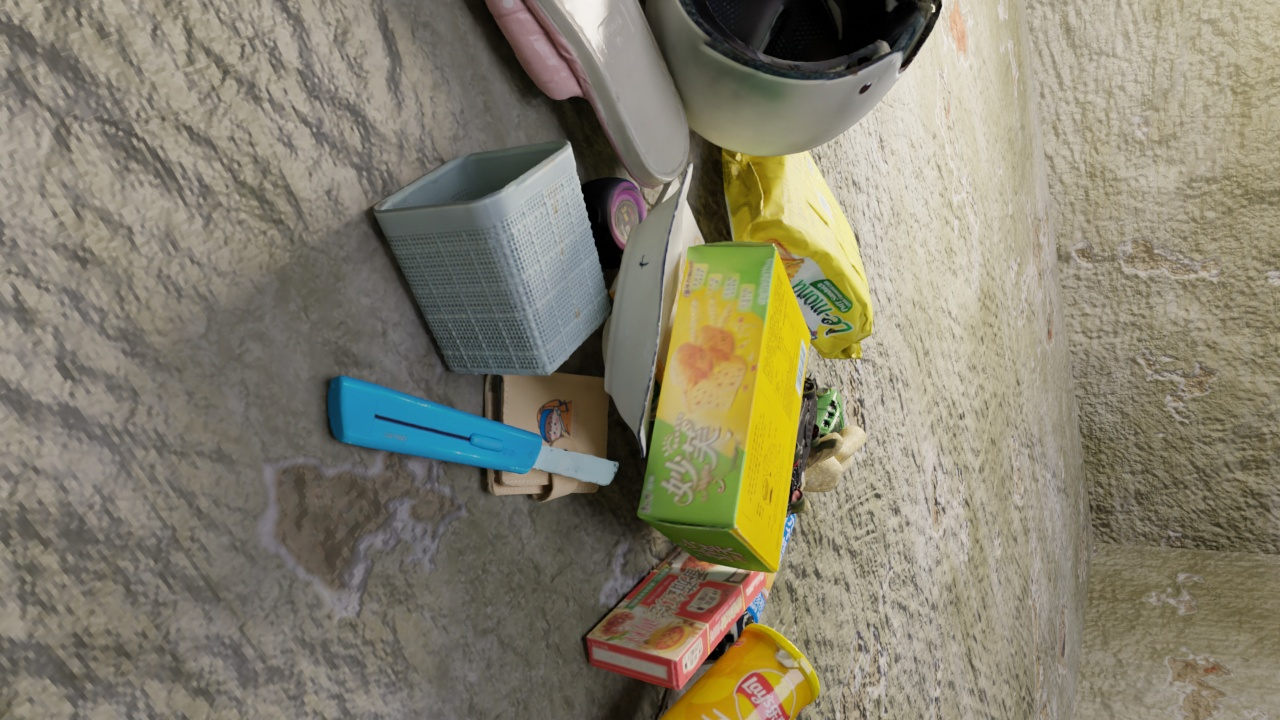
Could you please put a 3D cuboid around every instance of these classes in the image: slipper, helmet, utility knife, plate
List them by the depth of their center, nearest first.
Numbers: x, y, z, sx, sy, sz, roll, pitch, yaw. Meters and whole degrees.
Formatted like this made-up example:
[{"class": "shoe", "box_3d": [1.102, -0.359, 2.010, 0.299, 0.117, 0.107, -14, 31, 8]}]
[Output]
[{"class": "utility knife", "box_3d": [-0.087, 0.050, 0.544, 0.218, 0.018, 0.034, 21, 71, -46]}, {"class": "plate", "box_3d": [0.003, -0.030, 0.598, 0.164, 0.034, 0.164, 93, 7, -66]}, {"class": "slipper", "box_3d": [-0.048, -0.230, 0.615, 0.274, 0.055, 0.113, 53, 45, -36]}, {"class": "helmet", "box_3d": [0.106, -0.265, 0.746, 0.157, 0.230, 0.273, 117, -3, -48]}]

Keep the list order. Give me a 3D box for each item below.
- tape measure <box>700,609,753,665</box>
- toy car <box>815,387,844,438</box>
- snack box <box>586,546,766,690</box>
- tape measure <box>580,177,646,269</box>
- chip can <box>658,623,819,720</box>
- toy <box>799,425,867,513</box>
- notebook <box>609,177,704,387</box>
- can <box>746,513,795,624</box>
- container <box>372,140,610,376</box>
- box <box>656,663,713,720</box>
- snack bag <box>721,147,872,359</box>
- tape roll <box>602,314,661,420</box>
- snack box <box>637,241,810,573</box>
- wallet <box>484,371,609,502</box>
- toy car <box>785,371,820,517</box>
[{"class": "tape measure", "box_3d": [0.046, 0.212, 0.724, 0.065, 0.066, 0.033, -13, 101, -42]}, {"class": "toy car", "box_3d": [0.204, 0.068, 1.012, 0.043, 0.036, 0.091, 66, 35, -28]}, {"class": "snack box", "box_3d": [0.031, 0.187, 0.694, 0.152, 0.075, 0.025, -30, 119, -54]}, {"class": "tape measure", "box_3d": [-0.025, -0.102, 0.660, 0.057, 0.039, 0.057, 50, 53, -44]}, {"class": "chip can", "box_3d": [0.032, 0.279, 0.635, 0.212, 0.072, 0.072, -37, 121, -28]}, {"class": "toy", "box_3d": [0.172, 0.102, 0.916, 0.156, 0.066, 0.105, -16, 144, -43]}, {"class": "notebook", "box_3d": [0.042, -0.026, 0.752, 0.206, 0.010, 0.145, 62, 38, -35]}, {"class": "can", "box_3d": [0.098, 0.176, 0.820, 0.134, 0.053, 0.053, -59, 135, -41]}, {"class": "container", "box_3d": [-0.079, -0.055, 0.529, 0.089, 0.090, 0.111, -48, 130, -47]}, {"class": "box", "box_3d": [0.059, 0.304, 0.722, 0.062, 0.090, 0.183, 58, 46, -39]}, {"class": "snack bag", "box_3d": [0.152, -0.121, 0.873, 0.246, 0.068, 0.157, 42, 36, -47]}, {"class": "tape roll", "box_3d": [-0.004, 0.004, 0.689, 0.085, 0.014, 0.086, -13, 90, -69]}, {"class": "snack box", "box_3d": [0.070, 0.039, 0.686, 0.158, 0.070, 0.209, 50, 47, -60]}, {"class": "wallet", "box_3d": [-0.059, 0.050, 0.612, 0.115, 0.024, 0.087, 9, 82, -58]}, {"class": "toy car", "box_3d": [0.133, 0.073, 0.819, 0.155, 0.041, 0.071, -61, 147, -48]}]
